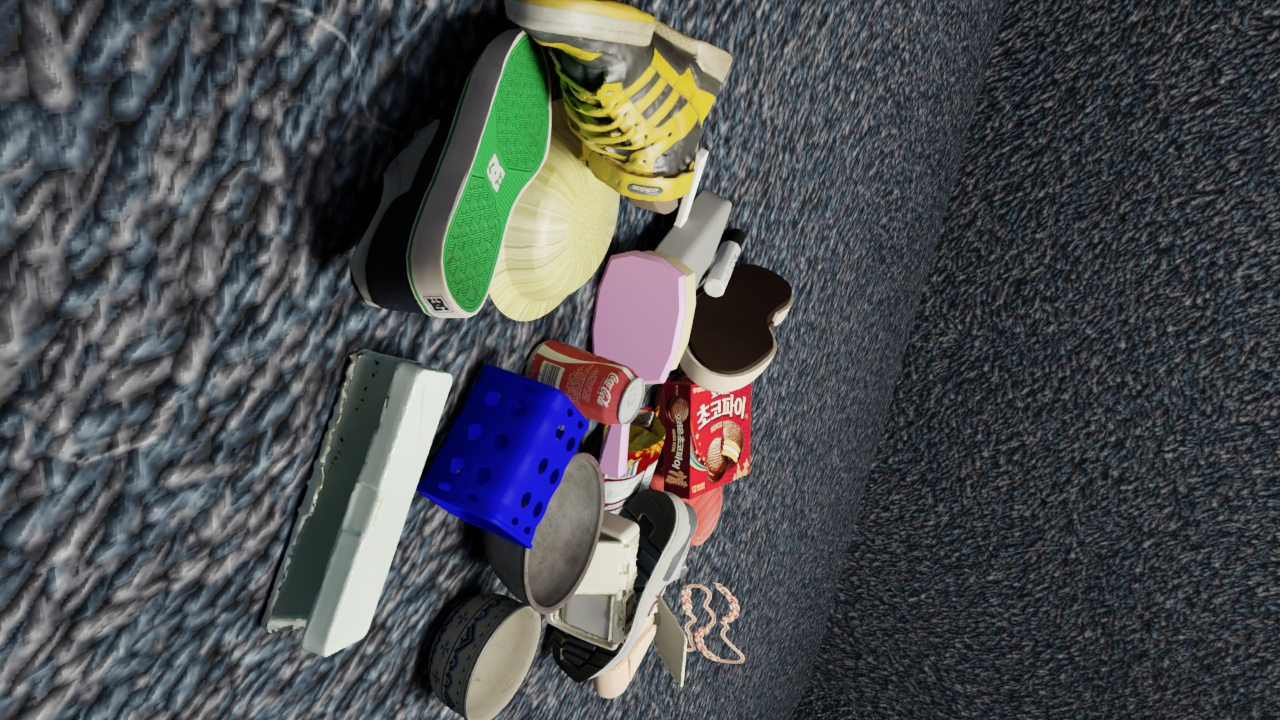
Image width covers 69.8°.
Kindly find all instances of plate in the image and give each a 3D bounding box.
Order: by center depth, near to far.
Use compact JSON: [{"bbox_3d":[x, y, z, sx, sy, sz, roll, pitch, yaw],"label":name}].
[{"bbox_3d":[-0.058,-0.115,0.746,0.183,0.036,0.185,-47,148,-43],"label":"plate"}]

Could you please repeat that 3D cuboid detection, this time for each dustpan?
[{"bbox_3d":[0.045,-0.115,0.947,0.162,0.033,0.258,-54,170,-33],"label":"dustpan"}]

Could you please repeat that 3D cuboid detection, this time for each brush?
[{"bbox_3d":[-0.005,0.005,0.893,0.043,0.089,0.229,-32,136,-62],"label":"brush"}]

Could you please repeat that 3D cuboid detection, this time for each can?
[{"bbox_3d":[-0.048,0.020,0.799,0.053,0.097,0.054,-48,148,-43],"label":"can"}]

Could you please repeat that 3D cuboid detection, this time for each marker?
[{"bbox_3d":[0.101,-0.119,1.088,0.125,0.025,0.025,-64,160,-47],"label":"marker"}]

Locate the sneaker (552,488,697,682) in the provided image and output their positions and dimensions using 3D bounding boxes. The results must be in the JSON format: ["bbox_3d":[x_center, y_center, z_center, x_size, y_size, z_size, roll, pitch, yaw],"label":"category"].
[{"bbox_3d":[0.000,0.251,1.036,0.124,0.089,0.240,7,115,-60],"label":"sneaker"}]

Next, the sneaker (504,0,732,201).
[{"bbox_3d":[-0.021,-0.180,0.638,0.238,0.086,0.122,-10,120,-57],"label":"sneaker"}]

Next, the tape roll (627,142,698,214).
[{"bbox_3d":[0.021,-0.188,0.871,0.093,0.030,0.094,-48,148,-43],"label":"tape roll"}]

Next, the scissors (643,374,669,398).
[{"bbox_3d":[0.000,0.025,0.995,0.130,0.019,0.135,-42,163,-20],"label":"scissors"}]

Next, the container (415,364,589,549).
[{"bbox_3d":[-0.107,0.076,0.732,0.113,0.084,0.085,-64,155,-18],"label":"container"}]

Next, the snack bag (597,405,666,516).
[{"bbox_3d":[-0.020,0.159,1.026,0.138,0.067,0.208,-36,142,-45],"label":"snack bag"}]

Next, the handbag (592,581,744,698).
[{"bbox_3d":[0.026,0.351,1.120,0.199,0.187,0.116,90,23,-48],"label":"handbag"}]

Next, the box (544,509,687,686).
[{"bbox_3d":[-0.026,0.236,0.915,0.080,0.182,0.144,-30,128,-55],"label":"box"}]

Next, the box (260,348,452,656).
[{"bbox_3d":[-0.182,0.095,0.618,0.086,0.073,0.199,17,91,-48],"label":"box"}]

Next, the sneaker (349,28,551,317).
[{"bbox_3d":[-0.117,-0.127,0.579,0.084,0.079,0.234,68,29,-49],"label":"sneaker"}]

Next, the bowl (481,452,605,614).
[{"bbox_3d":[-0.094,0.148,0.828,0.144,0.067,0.145,11,90,-67],"label":"bowl"}]

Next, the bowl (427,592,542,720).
[{"bbox_3d":[-0.145,0.262,0.827,0.115,0.059,0.116,-48,148,-43],"label":"bowl"}]

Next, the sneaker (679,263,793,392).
[{"bbox_3d":[0.098,-0.018,1.093,0.293,0.112,0.117,-57,171,-60],"label":"sneaker"}]

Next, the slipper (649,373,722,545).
[{"bbox_3d":[0.047,0.128,1.155,0.103,0.059,0.249,-45,131,-44],"label":"slipper"}]

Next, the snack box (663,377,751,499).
[{"bbox_3d":[0.084,0.086,1.118,0.151,0.036,0.133,-10,103,-56],"label":"snack box"}]
